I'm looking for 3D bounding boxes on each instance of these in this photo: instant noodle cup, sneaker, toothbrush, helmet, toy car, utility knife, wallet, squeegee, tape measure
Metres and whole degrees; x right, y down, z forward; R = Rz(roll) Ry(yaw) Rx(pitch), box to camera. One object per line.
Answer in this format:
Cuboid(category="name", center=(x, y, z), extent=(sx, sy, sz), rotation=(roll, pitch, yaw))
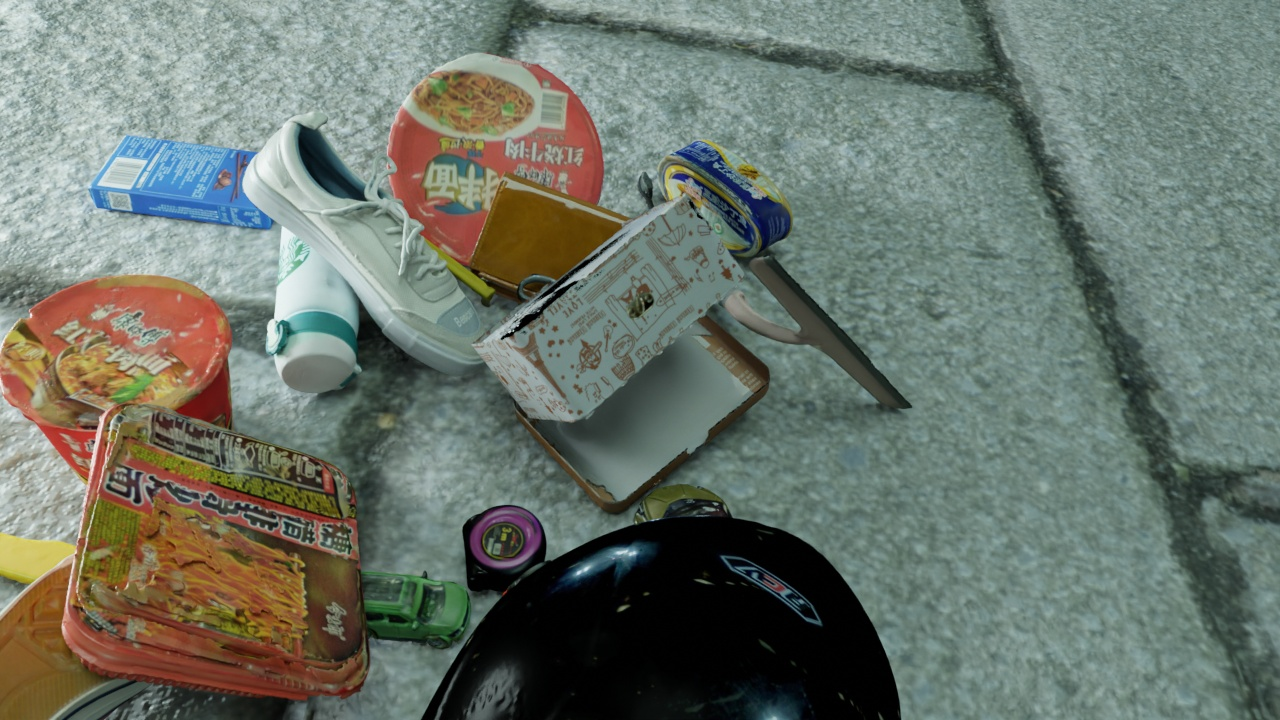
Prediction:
Cuboid(category="instant noodle cup", center=(-0.349, 0.023, 0.637), extent=(0.138, 0.109, 0.137), rotation=(6, 47, -6))
Cuboid(category="sneaker", center=(-0.199, -0.096, 0.733), extent=(0.242, 0.091, 0.089), rotation=(45, 30, -9))
Cuboid(category="toothbrush", center=(-0.199, -0.115, 0.791), extent=(0.190, 0.016, 0.016), rotation=(39, 83, 7))
Cuboid(category="helmet", center=(0.005, 0.206, 0.458), extent=(0.233, 0.230, 0.274), rotation=(32, 88, 18))
Cuboid(category="toy car", center=(0.054, 0.147, 0.652), extent=(0.070, 0.042, 0.158), rotation=(-21, 52, -28))
Cuboid(category="toothbrush", center=(0.024, -0.127, 0.915), extent=(0.014, 0.017, 0.188), rotation=(-3, 50, -17))
Cuboid(category="instant noodle cup", center=(-0.133, -0.178, 0.848), extent=(0.193, 0.194, 0.066), rotation=(-1, 4, -12))
Cuboid(category="utility knife", center=(-0.418, 0.124, 0.596), extent=(0.164, 0.015, 0.033), rotation=(14, 41, 4))
Cuboid(category="toy car", center=(-0.157, 0.161, 0.601), extent=(0.091, 0.036, 0.043), rotation=(9, 45, -8))
Cuboid(category="wallet", center=(-0.079, -0.089, 0.807), extent=(0.130, 0.119, 0.035), rotation=(21, 2, -3))
Cuboid(category="instant noodle cup", center=(-0.247, 0.122, 0.534), extent=(0.164, 0.079, 0.188), rotation=(27, 23, -36))
Cuboid(category="sneaker", center=(-0.333, 0.186, 0.503), extent=(0.118, 0.088, 0.240), rotation=(42, 25, -4))
Cuboid(category="squeegee", center=(0.092, -0.054, 0.810), extent=(0.040, 0.247, 0.249), rotation=(-51, 41, 2))
Cuboid(category="tape measure", center=(-0.094, 0.132, 0.637), extent=(0.057, 0.039, 0.057), rotation=(-9, 50, -12))

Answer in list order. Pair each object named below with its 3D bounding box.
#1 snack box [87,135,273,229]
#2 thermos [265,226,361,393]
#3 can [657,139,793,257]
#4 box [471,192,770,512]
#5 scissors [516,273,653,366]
Cuboid(category="snack box", center=(-0.414, -0.167, 0.856), extent=(0.157, 0.026, 0.084), rotation=(7, 47, -5))
Cuboid(category="thermos", center=(-0.271, -0.071, 0.768), extent=(0.073, 0.073, 0.224), rotation=(-3, 49, -14))
Cuboid(category="can", center=(0.082, -0.163, 0.920), extent=(0.049, 0.075, 0.148), rotation=(-31, 59, -29))
Cuboid(category="box", center=(-0.003, 0.006, 0.707), extent=(0.182, 0.154, 0.181), rotation=(-41, 102, -18))
Cuboid(category="scissors", center=(-0.037, -0.016, 0.781), extent=(0.159, 0.014, 0.175), rotation=(-37, 84, -18))
